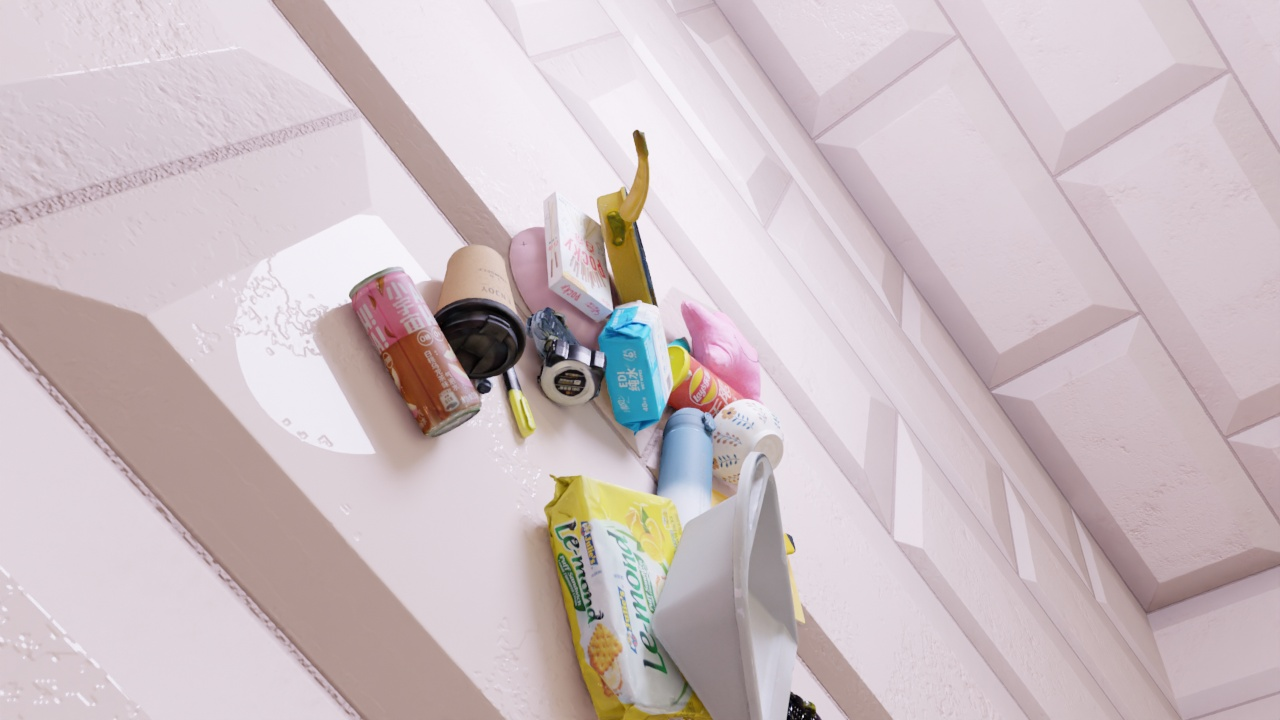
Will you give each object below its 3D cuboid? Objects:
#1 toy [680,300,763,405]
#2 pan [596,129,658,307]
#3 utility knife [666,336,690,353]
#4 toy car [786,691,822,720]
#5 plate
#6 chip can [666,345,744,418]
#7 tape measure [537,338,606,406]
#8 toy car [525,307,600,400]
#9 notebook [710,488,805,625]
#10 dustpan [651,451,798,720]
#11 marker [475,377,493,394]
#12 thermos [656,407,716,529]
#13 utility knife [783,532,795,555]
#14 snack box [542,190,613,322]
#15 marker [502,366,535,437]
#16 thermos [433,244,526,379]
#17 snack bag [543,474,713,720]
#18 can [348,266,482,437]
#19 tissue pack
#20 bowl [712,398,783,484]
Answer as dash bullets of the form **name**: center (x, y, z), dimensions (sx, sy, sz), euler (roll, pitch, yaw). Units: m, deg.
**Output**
- **toy**: center (0.118, -0.020, 1.333), dimensions (0.194, 0.075, 0.178), euler (46, 21, -36)
- **pan**: center (-0.006, -0.156, 1.100), dimensions (0.358, 0.078, 0.197), euler (68, 8, -67)
- **utility knife**: center (0.033, -0.007, 1.251), dimensions (0.029, 0.013, 0.159), euler (56, 29, 5)
- **toy car**: center (0.151, 0.383, 0.986), dimensions (0.158, 0.042, 0.070), euler (45, 29, -21)
- **plate**: center (-0.078, -0.089, 1.124), dimensions (0.192, 0.039, 0.192), euler (40, 31, -30)
- **chip can**: center (0.099, 0.062, 1.221), dimensions (0.216, 0.073, 0.073), euler (36, 33, -36)
- **tape measure**: center (-0.075, 0.015, 0.986), dimensions (0.065, 0.066, 0.033), euler (19, 34, -11)
- **toy car**: center (-0.085, -0.005, 1.027), dimensions (0.120, 0.037, 0.054), euler (53, 24, -30)
- **notebook**: center (0.133, 0.240, 1.149), dimensions (0.206, 0.010, 0.145), euler (32, 35, -40)
- **dustpan**: center (0.118, 0.224, 0.852), dimensions (0.258, 0.143, 0.222), euler (51, 28, -12)
- **marker**: center (-0.157, -0.019, 0.938), dimensions (0.018, 0.023, 0.130), euler (30, 39, -32)
- **thermos**: center (0.052, 0.141, 1.057), dimensions (0.070, 0.070, 0.219), euler (44, 30, -24)
- **utility knife**: center (0.154, 0.238, 1.156), dimensions (0.173, 0.015, 0.033), euler (7, 49, -56)
- **snack box**: center (-0.076, -0.126, 1.092), dimensions (0.084, 0.027, 0.156), euler (34, 33, -38)
- **marker**: center (-0.131, 0.022, 0.942), dimensions (0.018, 0.015, 0.124), euler (20, 42, -54)
- **thermos**: center (-0.160, -0.050, 0.897), dimensions (0.093, 0.093, 0.143), euler (38, 25, -33)
- **snack bag**: center (-0.007, 0.229, 0.863), dimensions (0.158, 0.068, 0.246), euler (24, 42, -48)
- **can**: center (-0.199, -0.007, 0.812), dimensions (0.147, 0.058, 0.057), euler (59, 27, 5)
- **tissue pack**: center (-0.006, 0.006, 1.075), dimensions (0.089, 0.063, 0.140), euler (-65, 147, -58)
- **bowl**: center (0.144, 0.112, 1.182), dimensions (0.113, 0.113, 0.062), euler (35, -6, -37)
